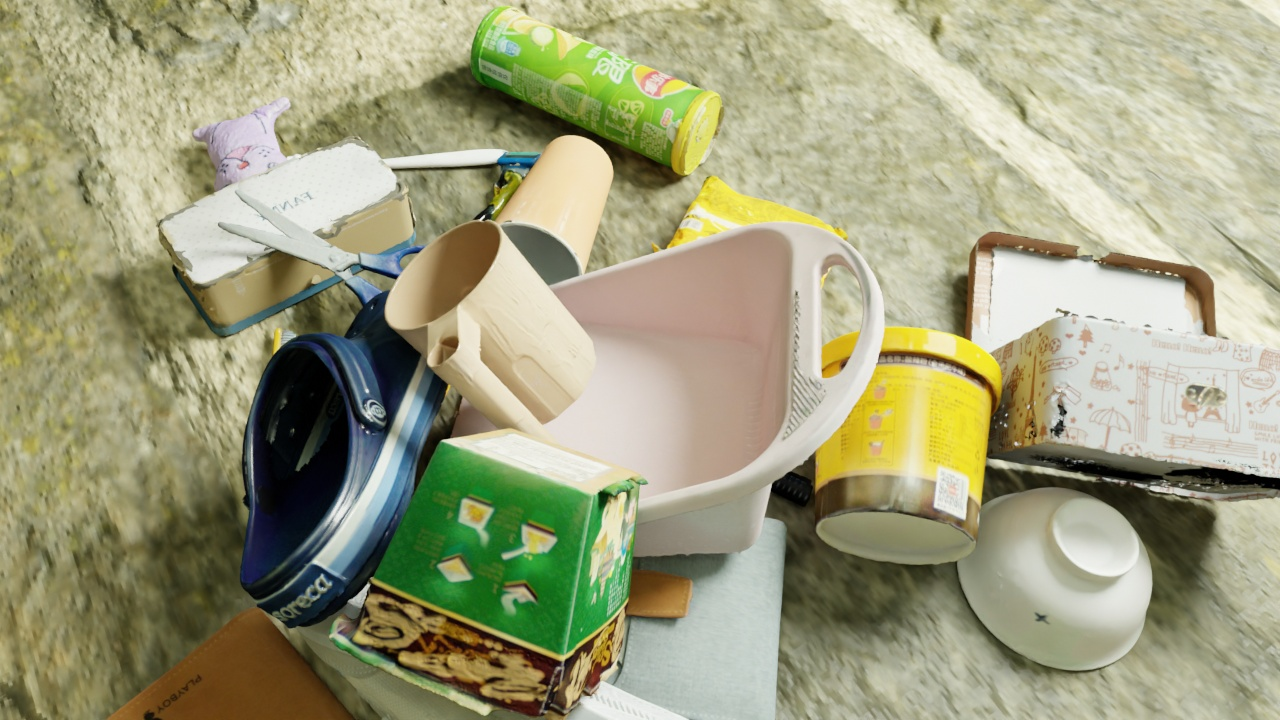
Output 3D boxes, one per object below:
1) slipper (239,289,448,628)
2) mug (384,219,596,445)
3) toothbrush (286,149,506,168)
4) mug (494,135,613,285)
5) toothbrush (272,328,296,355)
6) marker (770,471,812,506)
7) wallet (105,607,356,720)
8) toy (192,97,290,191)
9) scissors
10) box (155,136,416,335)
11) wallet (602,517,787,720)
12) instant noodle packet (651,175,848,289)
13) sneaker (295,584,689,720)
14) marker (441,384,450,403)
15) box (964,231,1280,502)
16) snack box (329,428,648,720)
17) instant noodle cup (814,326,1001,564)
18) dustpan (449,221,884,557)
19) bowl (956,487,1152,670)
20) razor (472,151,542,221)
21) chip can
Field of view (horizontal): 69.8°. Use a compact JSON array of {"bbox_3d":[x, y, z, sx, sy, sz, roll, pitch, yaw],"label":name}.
[{"bbox_3d":[-0.179,0.037,0.522,0.105,0.095,0.252,-32,30,18],"label":"slipper"},{"bbox_3d":[-0.083,-0.006,0.534,0.084,0.103,0.124,-31,39,12],"label":"mug"},{"bbox_3d":[-0.198,-0.166,0.757,0.180,0.016,0.016,-5,57,-7],"label":"toothbrush"},{"bbox_3d":[-0.064,-0.111,0.696,0.078,0.078,0.122,14,50,6],"label":"mug"},{"bbox_3d":[-0.236,0.055,0.600,0.018,0.016,0.191,-2,54,-16],"label":"toothbrush"},{"bbox_3d":[0.053,0.062,0.613,0.131,0.018,0.022,25,32,13],"label":"marker"},{"bbox_3d":[-0.210,0.210,0.484,0.132,0.031,0.107,38,59,22],"label":"wallet"},{"bbox_3d":[-0.309,-0.160,0.730,0.084,0.039,0.108,-24,58,-2],"label":"toy"},{"bbox_3d":[-0.207,-0.058,0.639,0.170,0.012,0.140,-6,82,-23],"label":"scissors"},{"bbox_3d":[-0.263,-0.093,0.678,0.184,0.059,0.090,-31,61,-21],"label":"box"},{"bbox_3d":[0.031,0.146,0.540,0.106,0.037,0.129,10,54,2],"label":"wallet"},{"bbox_3d":[0.083,-0.085,0.701,0.128,0.044,0.110,25,50,9],"label":"instant noodle packet"},{"bbox_3d":[-0.088,0.191,0.479,0.242,0.089,0.090,18,84,21],"label":"sneaker"},{"bbox_3d":[-0.133,-0.007,0.650,0.018,0.015,0.123,17,54,3],"label":"marker"},{"bbox_3d":[0.325,-0.012,0.595,0.180,0.157,0.226,11,64,4],"label":"box"},{"bbox_3d":[-0.061,0.093,0.447,0.117,0.118,0.105,17,94,15],"label":"snack box"},{"bbox_3d":[0.160,0.057,0.567,0.118,0.119,0.114,10,62,3],"label":"instant noodle cup"},{"bbox_3d":[-0.003,0.003,0.551,0.273,0.139,0.222,2,50,5],"label":"dustpan"},{"bbox_3d":[0.262,0.119,0.557,0.118,0.065,0.118,2,54,-3],"label":"bowl"},{"bbox_3d":[-0.122,-0.112,0.721,0.043,0.022,0.142,7,53,34],"label":"razor"},{"bbox_3d":[-0.041,-0.232,0.780,0.221,0.073,0.072,27,58,15],"label":"chip can"}]
